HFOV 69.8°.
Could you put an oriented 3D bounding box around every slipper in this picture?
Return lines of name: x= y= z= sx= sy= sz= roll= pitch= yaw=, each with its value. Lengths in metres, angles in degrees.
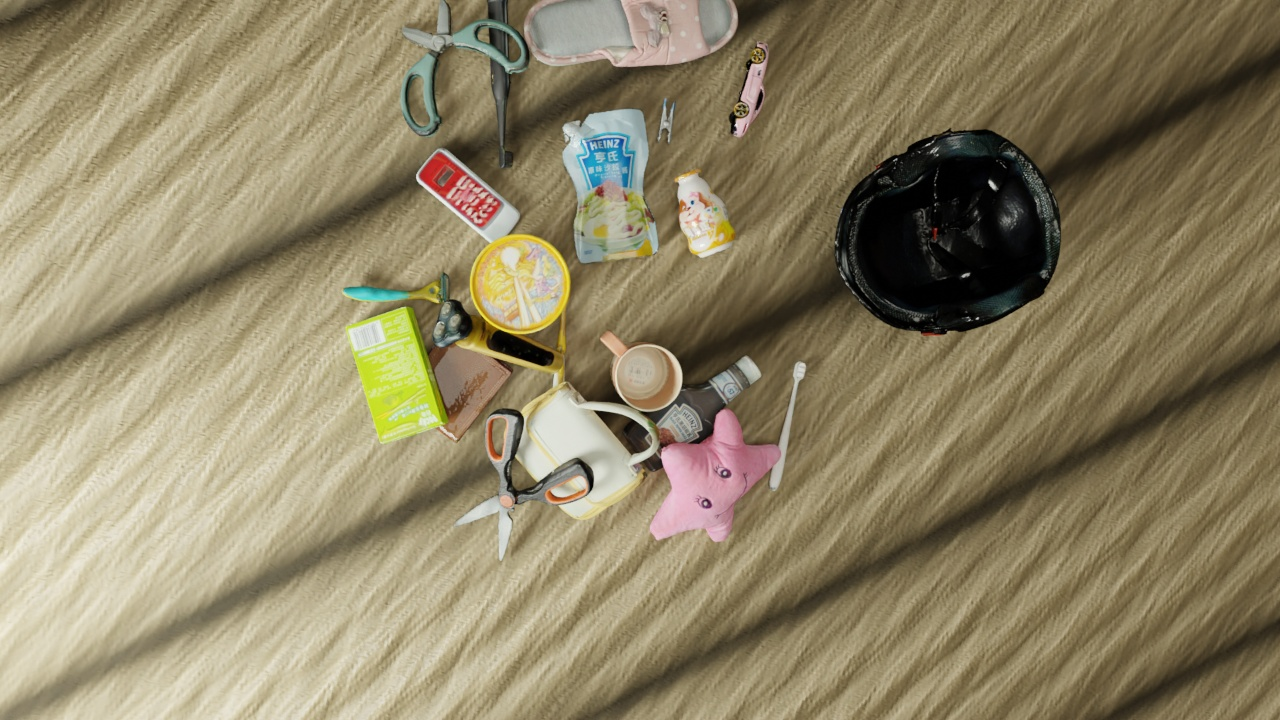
slipper: x=-0.010 y=-0.427 z=1.156 sx=0.274 sy=0.054 sz=0.114 roll=-6 pitch=95 yaw=-6

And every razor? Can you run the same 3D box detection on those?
razor: x=-0.309 y=-0.087 z=1.164 sx=0.132 sy=0.028 sz=0.043 roll=-3 pitch=72 yaw=-9
razor: x=-0.175 y=-0.022 z=1.151 sx=0.167 sy=0.068 sz=0.062 roll=21 pitch=81 yaw=-23

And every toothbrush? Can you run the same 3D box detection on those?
toothbrush: x=-0.104 y=-0.008 z=1.198 sx=0.016 sy=0.018 sz=0.191 roll=4 pitch=94 yaw=-5
toothbrush: x=-0.176 y=-0.350 z=1.159 sx=0.027 sy=0.026 sz=0.212 roll=-7 pitch=98 yaw=-38
toothbrush: x=0.199 y=0.090 z=1.242 sx=0.016 sy=0.016 sz=0.180 roll=12 pitch=93 yaw=-5

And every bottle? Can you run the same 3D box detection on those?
bottle: x=0.079 y=-0.190 z=1.182 sx=0.063 sy=0.063 sz=0.108 roll=-22 pitch=96 yaw=-4
bottle: x=0.072 y=0.064 z=1.212 sx=0.195 sy=0.044 sz=0.080 roll=-36 pitch=105 yaw=-4

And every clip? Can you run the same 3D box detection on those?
clip: x=0.035 y=-0.309 z=1.187 sx=0.036 sy=0.025 sz=0.058 roll=10 pitch=99 yaw=0

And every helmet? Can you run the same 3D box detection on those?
helmet: x=0.370 y=-0.148 z=1.137 sx=0.275 sy=0.230 sz=0.233 roll=-15 pitch=87 yaw=5

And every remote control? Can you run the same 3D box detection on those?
remote control: x=-0.219 y=-0.209 z=1.168 sx=0.136 sy=0.020 sz=0.056 roll=41 pitch=89 yaw=-8

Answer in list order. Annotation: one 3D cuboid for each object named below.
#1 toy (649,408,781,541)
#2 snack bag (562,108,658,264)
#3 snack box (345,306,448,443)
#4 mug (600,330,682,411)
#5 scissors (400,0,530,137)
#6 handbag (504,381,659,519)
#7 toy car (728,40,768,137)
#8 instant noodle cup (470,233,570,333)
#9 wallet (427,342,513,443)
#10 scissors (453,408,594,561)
toy: x=0.082 y=0.158 z=1.195 sx=0.178 sy=0.074 sz=0.194 roll=33 pitch=94 yaw=-33
snack bag: x=-0.039 y=-0.224 z=1.180 sx=0.110 sy=0.039 sz=0.191 roll=-7 pitch=95 yaw=5
snack box: x=-0.307 y=0.018 z=1.155 sx=0.086 sy=0.026 sz=0.156 roll=-19 pitch=86 yaw=5
mug: x=-0.007 y=0.007 z=1.166 sx=0.114 sy=0.106 sz=0.081 roll=44 pitch=88 yaw=-8
scissors: x=-0.228 y=-0.355 z=1.142 sx=0.171 sy=0.019 sz=0.170 roll=17 pitch=96 yaw=6
handbag: x=-0.065 y=0.104 z=1.147 sx=0.179 sy=0.063 sz=0.163 roll=-35 pitch=100 yaw=33
toy car: x=0.144 y=-0.348 z=1.180 sx=0.037 sy=0.056 sz=0.122 roll=16 pitch=93 yaw=-4
instant noodle cup: x=-0.148 y=-0.094 z=1.138 sx=0.118 sy=0.114 sz=0.118 roll=0 pitch=95 yaw=-6
wallet: x=-0.240 y=0.030 z=1.182 sx=0.101 sy=0.032 sz=0.124 roll=38 pitch=89 yaw=-5
scissors: x=-0.157 y=0.156 z=1.155 sx=0.221 sy=0.021 sz=0.228 roll=-9 pitch=110 yaw=22
